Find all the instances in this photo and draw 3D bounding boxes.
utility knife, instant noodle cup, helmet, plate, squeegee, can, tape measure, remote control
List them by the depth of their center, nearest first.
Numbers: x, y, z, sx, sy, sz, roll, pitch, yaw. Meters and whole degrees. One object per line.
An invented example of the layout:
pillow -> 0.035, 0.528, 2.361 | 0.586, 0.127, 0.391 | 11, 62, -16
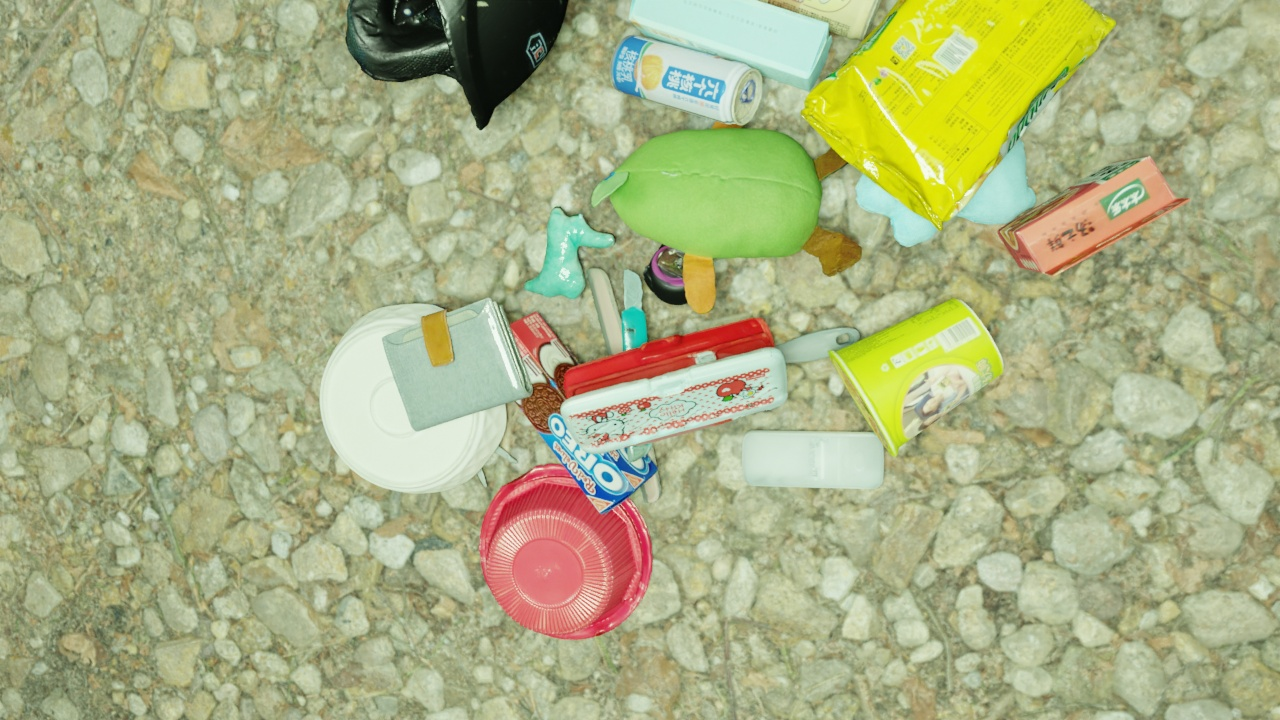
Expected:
helmet -> -0.168, -0.345, 0.790 | 0.230, 0.233, 0.274 | -35, 87, -3
can -> 0.153, -0.328, 0.808 | 0.116, 0.058, 0.058 | 24, 103, 8
instant noodle cup -> 0.251, 0.008, 0.823 | 0.123, 0.111, 0.111 | -31, 91, 6
can -> 0.040, -0.253, 0.827 | 0.135, 0.053, 0.053 | 25, 104, 28
tape measure -> 0.035, -0.084, 0.875 | 0.058, 0.039, 0.057 | 30, 72, 16
utility knife -> -0.005, 0.005, 0.886 | 0.029, 0.013, 0.187 | -3, 90, -9
squeegee -> 0.087, 0.004, 0.889 | 0.250, 0.040, 0.247 | -13, 96, 14
remote control -> 0.167, 0.096, 0.895 | 0.136, 0.020, 0.056 | -1, 98, 13
instant noodle cup -> -0.088, 0.208, 0.948 | 0.194, 0.065, 0.194 | 2, 99, 13
plate -> -0.242, 0.044, 0.951 | 0.205, 0.045, 0.205 | 2, 100, 12

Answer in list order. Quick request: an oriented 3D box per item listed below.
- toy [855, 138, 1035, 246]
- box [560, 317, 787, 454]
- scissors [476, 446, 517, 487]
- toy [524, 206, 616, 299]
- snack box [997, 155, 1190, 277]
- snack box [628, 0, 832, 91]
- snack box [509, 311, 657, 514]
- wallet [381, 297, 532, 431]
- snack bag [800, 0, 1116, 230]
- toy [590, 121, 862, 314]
toy -> 0.271, -0.164, 0.799 | 0.161, 0.050, 0.156 | 38, 88, -13
box -> 0.029, 0.022, 0.822 | 0.201, 0.098, 0.095 | -15, 81, 4
scissors -> -0.207, 0.056, 0.976 | 0.163, 0.012, 0.162 | 0, 99, 12
toy -> -0.071, -0.105, 0.908 | 0.096, 0.030, 0.092 | 10, 103, 21
snack box -> 0.367, -0.120, 0.760 | 0.113, 0.127, 0.044 | -31, 92, 15
snack box -> 0.081, -0.296, 0.822 | 0.175, 0.074, 0.052 | 22, 103, 8
snack box -> -0.071, 0.052, 0.915 | 0.057, 0.058, 0.207 | -38, 88, 31
wallet -> -0.181, 0.003, 0.887 | 0.130, 0.037, 0.106 | -17, 97, 18
snack bag -> 0.259, -0.240, 0.752 | 0.158, 0.068, 0.246 | 40, 80, 5
toy -> 0.083, -0.151, 0.835 | 0.247, 0.090, 0.226 | 9, 74, 14
